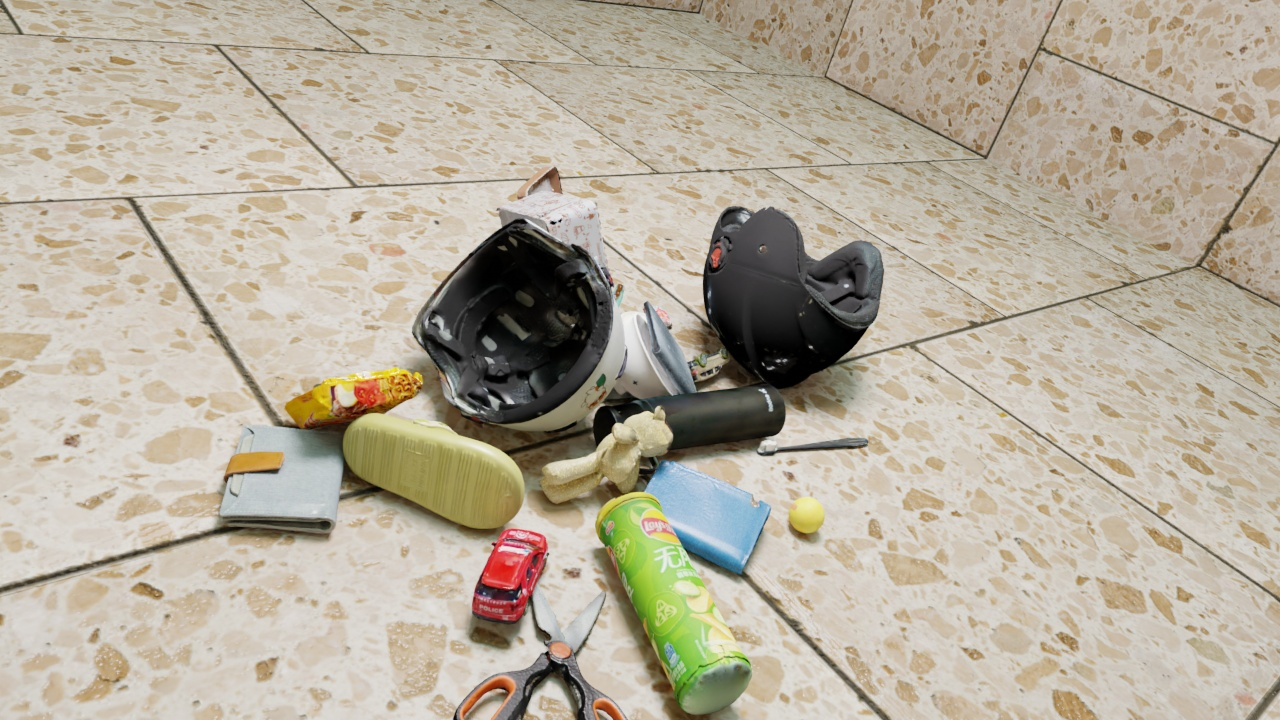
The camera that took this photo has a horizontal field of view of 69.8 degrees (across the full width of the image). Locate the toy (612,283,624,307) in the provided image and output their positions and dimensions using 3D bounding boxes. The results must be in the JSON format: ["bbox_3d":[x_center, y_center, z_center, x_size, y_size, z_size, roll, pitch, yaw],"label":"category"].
[{"bbox_3d":[-0.042,-0.047,1.152,0.030,0.092,0.096,21,73,-7],"label":"toy"}]

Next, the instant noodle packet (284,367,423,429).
[{"bbox_3d":[-0.298,0.042,0.948,0.110,0.129,0.044,-7,81,-37],"label":"instant noodle packet"}]

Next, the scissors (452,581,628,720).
[{"bbox_3d":[-0.068,0.270,0.777,0.225,0.022,0.220,34,30,29],"label":"scissors"}]

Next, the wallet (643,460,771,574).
[{"bbox_3d":[0.066,0.166,0.992,0.133,0.040,0.106,24,40,11],"label":"wallet"}]

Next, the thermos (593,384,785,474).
[{"bbox_3d":[0.064,0.083,1.110,0.242,0.069,0.090,-6,70,-31],"label":"thermos"}]

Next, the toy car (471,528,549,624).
[{"bbox_3d":[-0.117,0.191,0.840,0.053,0.045,0.120,10,21,3],"label":"toy car"}]

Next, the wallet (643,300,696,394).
[{"bbox_3d":[0.036,-0.012,1.173,0.019,0.097,0.120,-27,35,10],"label":"wallet"}]

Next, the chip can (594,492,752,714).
[{"bbox_3d":[0.027,0.220,0.851,0.072,0.073,0.221,-1,35,-27],"label":"chip can"}]

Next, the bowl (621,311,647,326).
[{"bbox_3d":[-0.008,-0.027,1.243,0.113,0.062,0.113,12,30,-7],"label":"bowl"}]

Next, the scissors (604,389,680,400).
[{"bbox_3d":[-0.008,0.045,1.178,0.163,0.014,0.165,27,34,21],"label":"scissors"}]

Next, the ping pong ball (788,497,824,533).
[{"bbox_3d":[0.187,0.174,1.034,0.040,0.040,0.040,12,31,-8],"label":"ping pong ball"}]

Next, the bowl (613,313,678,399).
[{"bbox_3d":[-0.007,0.007,1.150,0.065,0.118,0.118,-25,32,10],"label":"bowl"}]

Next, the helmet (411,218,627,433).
[{"bbox_3d":[-0.118,-0.019,1.063,0.274,0.230,0.157,39,-4,34],"label":"helmet"}]

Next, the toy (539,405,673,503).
[{"bbox_3d":[-0.035,0.103,0.989,0.157,0.105,0.066,-25,41,-22],"label":"toy"}]

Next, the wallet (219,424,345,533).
[{"bbox_3d":[-0.342,0.109,0.883,0.106,0.037,0.129,8,32,-16],"label":"wallet"}]

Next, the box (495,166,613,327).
[{"bbox_3d":[-0.121,-0.149,1.258,0.130,0.179,0.272,-14,27,-7],"label":"box"}]

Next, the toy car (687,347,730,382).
[{"bbox_3d":[0.087,0.007,1.255,0.042,0.035,0.090,-14,6,43],"label":"toy car"}]

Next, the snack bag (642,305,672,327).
[{"bbox_3d":[0.025,-0.063,1.319,0.045,0.026,0.105,23,2,4],"label":"snack bag"}]

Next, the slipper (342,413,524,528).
[{"bbox_3d":[-0.201,0.097,0.922,0.190,0.092,0.081,18,26,4],"label":"slipper"}]

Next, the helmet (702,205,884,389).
[{"bbox_3d":[0.197,-0.100,1.298,0.233,0.231,0.274,12,28,-43],"label":"helmet"}]

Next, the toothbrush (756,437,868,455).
[{"bbox_3d":[0.227,0.108,1.187,0.180,0.018,0.015,0,32,-29],"label":"toothbrush"}]
